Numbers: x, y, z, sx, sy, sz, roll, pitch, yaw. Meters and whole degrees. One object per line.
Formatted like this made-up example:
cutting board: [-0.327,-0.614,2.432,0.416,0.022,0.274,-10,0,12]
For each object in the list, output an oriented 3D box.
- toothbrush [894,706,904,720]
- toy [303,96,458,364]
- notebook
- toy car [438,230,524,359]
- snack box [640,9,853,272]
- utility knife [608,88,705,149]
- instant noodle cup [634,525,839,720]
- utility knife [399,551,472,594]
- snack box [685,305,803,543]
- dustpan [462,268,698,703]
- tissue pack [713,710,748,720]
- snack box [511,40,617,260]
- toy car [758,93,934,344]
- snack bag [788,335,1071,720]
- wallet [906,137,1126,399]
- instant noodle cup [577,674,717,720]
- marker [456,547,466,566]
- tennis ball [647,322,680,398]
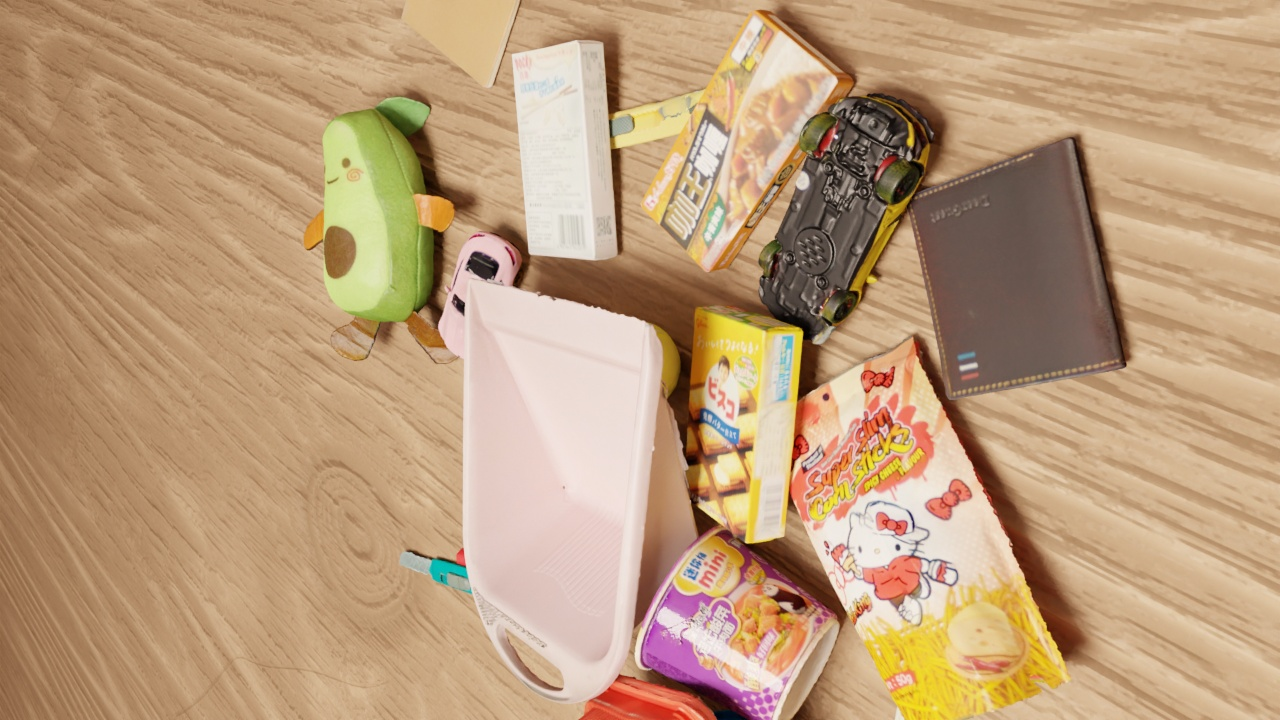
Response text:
toothbrush: [0.158,0.278,0.584,0.016,0.018,0.191,19,110,38]
toy: [-0.245,-0.115,0.850,0.227,0.089,0.247,0,100,33]
notebook: [-0.135,-0.356,0.767,0.148,0.008,0.208,43,123,30]
toy car: [-0.139,-0.052,0.786,0.056,0.037,0.123,28,118,10]
snack box: [0.064,-0.139,0.597,0.075,0.026,0.154,47,126,19]
utility knife: [0.004,-0.174,0.665,0.165,0.018,0.031,-2,101,39]
instant noodle cup: [0.068,0.178,0.598,0.099,0.111,0.112,26,114,28]
utility knife: [-0.175,0.212,0.886,0.206,0.013,0.029,3,98,43]
snack box: [0.065,0.039,0.604,0.087,0.033,0.140,28,116,61]
dustpan: [-0.070,0.096,0.643,0.223,0.138,0.273,14,132,50]
tissue pack: [0.082,0.316,0.634,0.095,0.052,0.157,-28,77,46]
snack box: [-0.058,-0.157,0.699,0.085,0.026,0.157,11,110,47]
toy car: [0.117,-0.083,0.550,0.071,0.041,0.156,42,132,30]
snack bag: [0.154,0.104,0.540,0.129,0.073,0.207,-40,62,39]
wallet: [0.200,-0.046,0.497,0.097,0.020,0.122,-15,84,43]
instant noodle cup: [0.006,0.297,0.600,0.189,0.079,0.164,-24,85,61]
marker: [-0.116,0.191,0.826,0.145,0.017,0.017,4,99,43]
tennis ball: [-0.004,0.004,0.660,0.066,0.065,0.065,8,101,42]
